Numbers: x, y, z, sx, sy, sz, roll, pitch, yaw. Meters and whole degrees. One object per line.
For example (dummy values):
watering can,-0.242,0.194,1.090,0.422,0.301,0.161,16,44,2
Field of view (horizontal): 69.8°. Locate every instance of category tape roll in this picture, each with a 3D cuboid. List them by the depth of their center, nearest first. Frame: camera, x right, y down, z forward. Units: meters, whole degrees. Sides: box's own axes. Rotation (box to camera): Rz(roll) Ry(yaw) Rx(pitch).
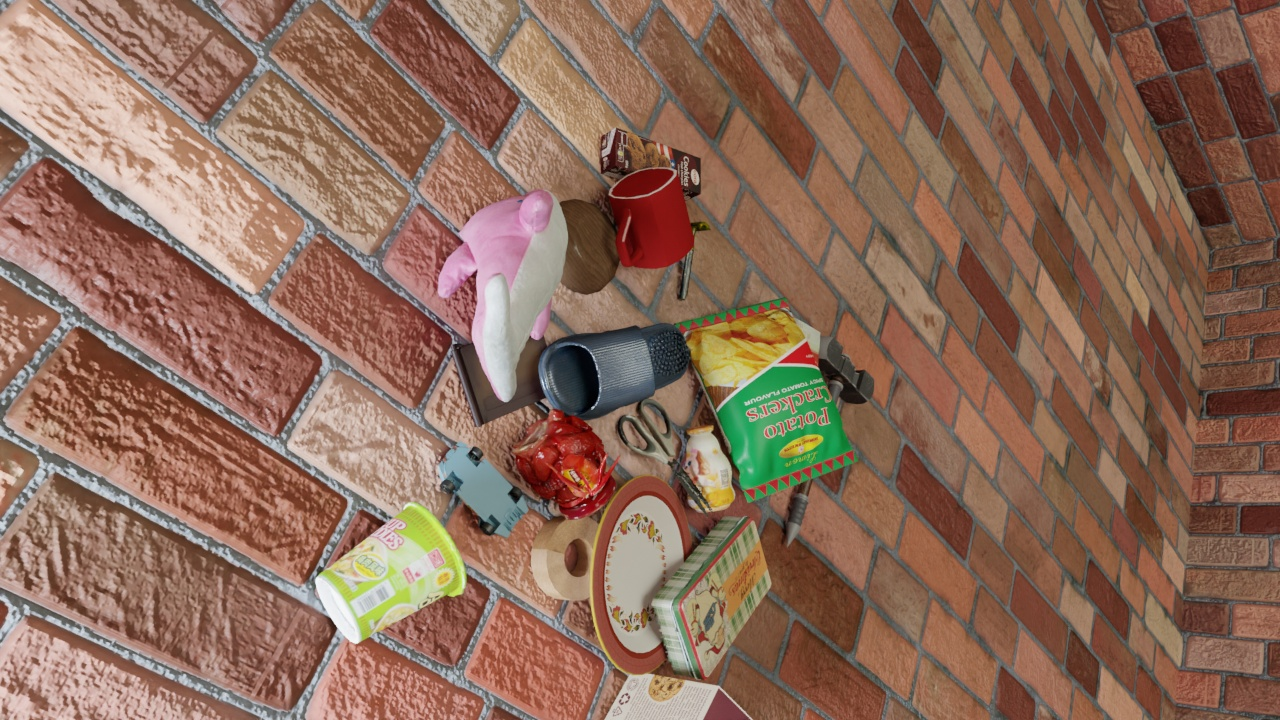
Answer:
tape roll,-0.078,0.221,1.031,0.093,0.027,0.094,9,77,-44

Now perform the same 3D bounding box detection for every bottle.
bottle,-0.079,0.112,0.995,0.098,0.099,0.111,-49,117,-38
bottle,0.085,0.139,1.180,0.063,0.063,0.108,-8,88,-45

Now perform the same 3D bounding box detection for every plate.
plate,0.000,0.251,1.084,0.229,0.021,0.229,10,78,-58

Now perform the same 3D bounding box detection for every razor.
razor,0.064,-0.133,1.229,0.026,0.043,0.106,13,84,-45

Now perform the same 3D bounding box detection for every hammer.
hammer,0.266,0.130,1.382,0.156,0.043,0.321,40,60,-33

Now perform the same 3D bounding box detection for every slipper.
slipper,-0.006,0.006,1.089,0.262,0.083,0.101,-15,95,-50

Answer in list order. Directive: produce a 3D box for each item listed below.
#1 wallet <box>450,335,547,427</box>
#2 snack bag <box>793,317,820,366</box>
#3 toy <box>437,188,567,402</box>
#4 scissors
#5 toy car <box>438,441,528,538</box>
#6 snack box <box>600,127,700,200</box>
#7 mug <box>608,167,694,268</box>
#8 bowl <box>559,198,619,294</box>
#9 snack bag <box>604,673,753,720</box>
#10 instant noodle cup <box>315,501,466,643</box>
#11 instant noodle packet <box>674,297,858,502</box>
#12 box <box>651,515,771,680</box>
wallet,-0.147,0.011,1.006,0.115,0.018,0.091,-24,101,-42
snack bag,0.223,0.052,1.336,0.077,0.041,0.225,23,68,-41
toy,-0.147,-0.089,0.947,0.264,0.128,0.187,-84,177,-46
scissors,0.029,0.127,1.132,0.132,0.013,0.169,1,68,-35
toy car,-0.169,0.135,0.956,0.108,0.028,0.060,49,52,-15
snack box,0.015,-0.251,1.184,0.140,0.032,0.051,10,75,-37
mug,0.006,-0.166,1.118,0.116,0.081,0.097,-48,133,-39
bowl,-0.063,-0.139,1.102,0.117,0.030,0.117,9,77,-44
snack bag,0.071,0.416,1.020,0.094,0.207,0.069,54,51,-24
instant noodle cup,-0.232,0.198,0.843,0.107,0.099,0.099,-30,105,-35
instant noodle packet,0.172,0.045,1.237,0.195,0.091,0.252,-15,76,-30
box,0.094,0.292,1.151,0.204,0.050,0.118,-36,117,-51
